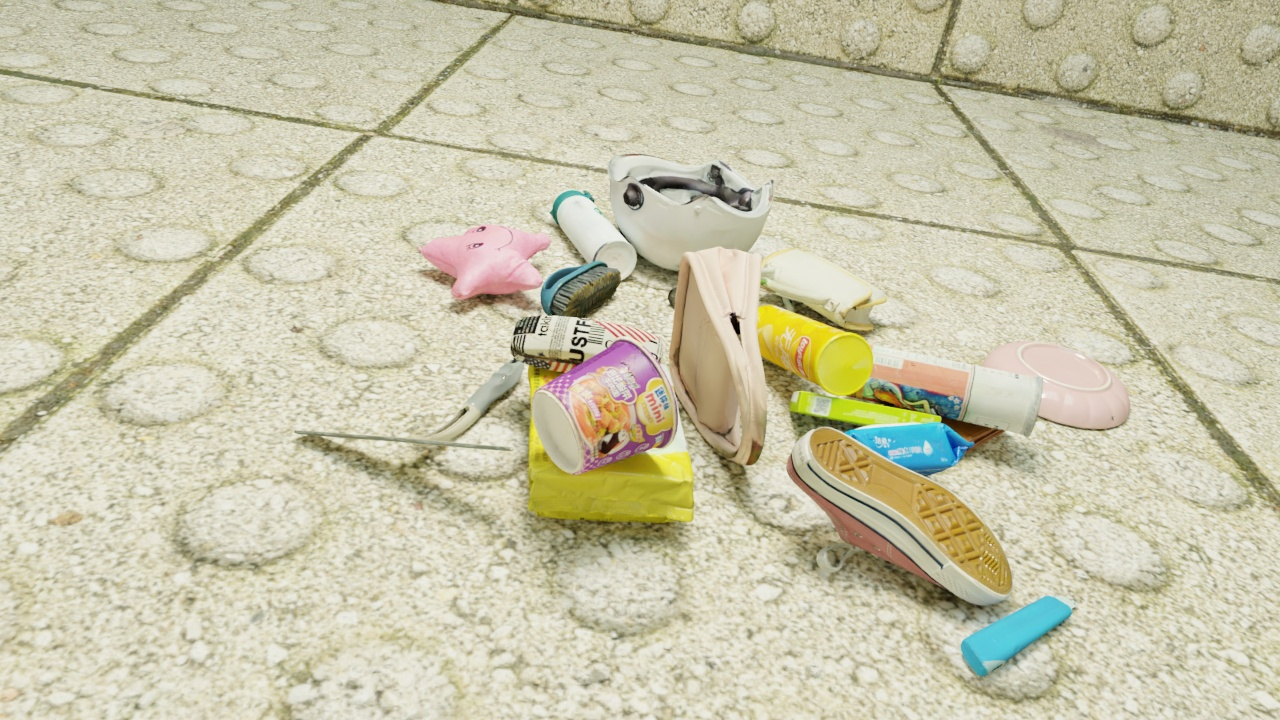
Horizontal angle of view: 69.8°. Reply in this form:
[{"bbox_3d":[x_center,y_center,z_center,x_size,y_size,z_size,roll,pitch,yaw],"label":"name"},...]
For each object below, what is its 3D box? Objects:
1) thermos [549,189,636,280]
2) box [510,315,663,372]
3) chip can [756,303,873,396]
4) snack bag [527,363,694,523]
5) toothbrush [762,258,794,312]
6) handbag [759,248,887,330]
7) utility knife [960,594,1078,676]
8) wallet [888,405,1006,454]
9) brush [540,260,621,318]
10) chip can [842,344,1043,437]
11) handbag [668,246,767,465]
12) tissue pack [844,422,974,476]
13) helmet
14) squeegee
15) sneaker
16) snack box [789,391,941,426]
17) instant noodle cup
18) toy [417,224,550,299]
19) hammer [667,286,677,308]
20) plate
[{"bbox_3d":[-0.075,-0.199,1.396,0.073,0.073,0.224,-5,33,-23],"label":"thermos"},{"bbox_3d":[-0.056,-0.019,0.976,0.164,0.064,0.074,5,12,-3],"label":"box"},{"bbox_3d":[0.193,-0.018,1.099,0.072,0.072,0.213,-1,13,-17],"label":"chip can"},{"bbox_3d":[-0.039,0.078,0.939,0.158,0.068,0.246,4,31,-8],"label":"snack bag"},{"bbox_3d":[0.207,-0.114,1.385,0.018,0.016,0.191,-4,31,-2],"label":"toothbrush"},{"bbox_3d":[0.241,-0.104,1.286,0.163,0.063,0.178,36,25,33],"label":"handbag"},{"bbox_3d":[0.344,0.239,0.822,0.165,0.018,0.034,-12,39,-35],"label":"utility knife"},{"bbox_3d":[0.378,0.056,1.124,0.118,0.035,0.131,-16,38,-33],"label":"wallet"},{"bbox_3d":[-0.088,-0.098,1.235,0.073,0.055,0.143,25,34,22],"label":"brush"},{"bbox_3d":[0.348,0.030,1.071,0.215,0.071,0.071,13,30,15],"label":"chip can"},{"bbox_3d":[0.095,0.009,0.990,0.093,0.194,0.233,-2,40,-6],"label":"handbag"},{"bbox_3d":[0.260,0.097,0.963,0.157,0.095,0.052,-2,75,-19],"label":"tissue pack"},{"bbox_3d":[0.065,-0.215,1.386,0.259,0.146,0.228,22,29,28],"label":"helmet"},{"bbox_3d":[-0.186,0.051,0.975,0.247,0.039,0.245,2,20,22],"label":"squeegee"},{"bbox_3d":[0.234,0.157,0.867,0.241,0.088,0.118,33,45,-2],"label":"sneaker"},{"bbox_3d":[0.253,0.061,1.049,0.156,0.026,0.086,11,-2,2],"label":"snack box"},{"bbox_3d":[-0.036,0.047,0.825,0.099,0.112,0.111,-25,44,-31],"label":"instant noodle cup"},{"bbox_3d":[-0.216,-0.135,1.245,0.178,0.075,0.194,4,33,-1],"label":"toy"},{"bbox_3d":[0.202,-0.048,1.255,0.323,0.032,0.125,26,35,27],"label":"hammer"},{"bbox_3d":[0.559,0.022,1.227,0.192,0.039,0.192,7,30,-4],"label":"plate"}]
